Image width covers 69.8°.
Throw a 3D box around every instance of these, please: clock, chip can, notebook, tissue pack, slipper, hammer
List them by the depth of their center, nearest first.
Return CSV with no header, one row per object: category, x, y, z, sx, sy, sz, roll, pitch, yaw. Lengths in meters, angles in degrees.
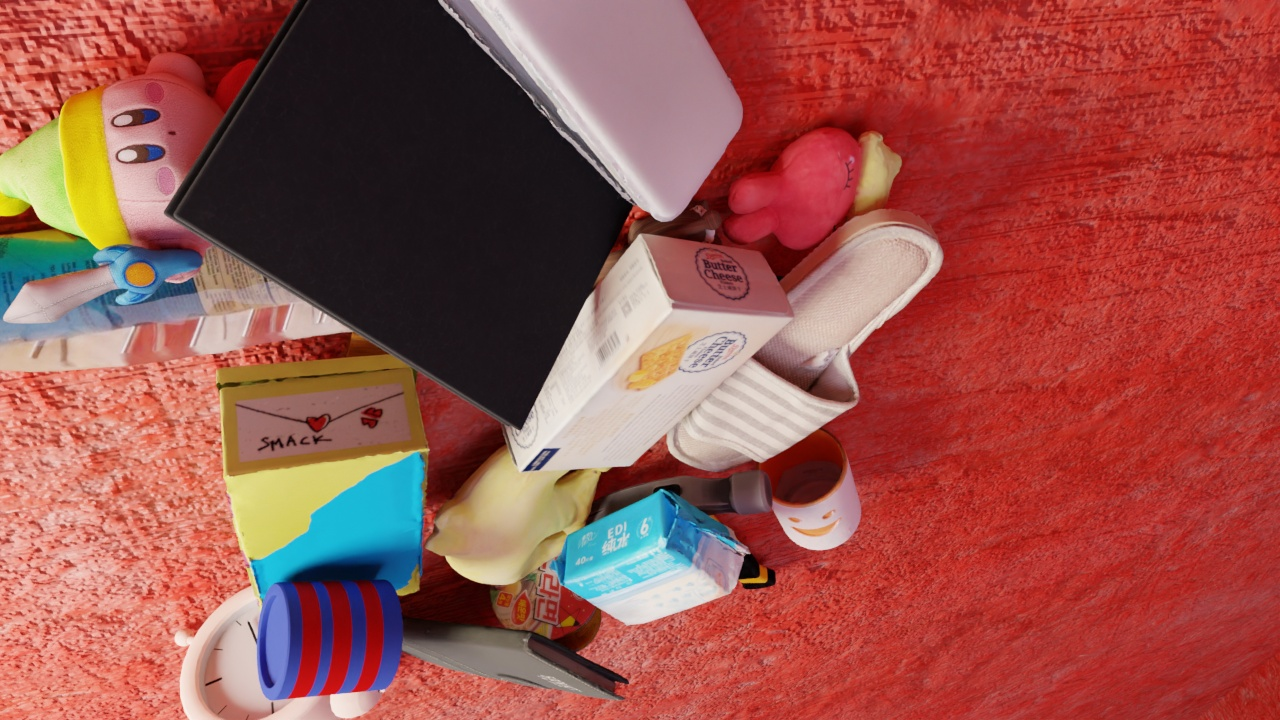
notebook,-0.100,-0.084,0.482,0.231,0.019,0.169,40,71,-47
chip can,-0.231,-0.042,0.490,0.229,0.079,0.080,-11,138,-17
slipper,0.114,0.000,0.676,0.114,0.054,0.273,21,128,-22
clock,-0.281,0.244,0.725,0.160,0.131,0.086,-26,140,0
tissue pack,0.009,0.160,0.744,0.145,0.061,0.093,-29,127,31
notebook,-0.134,0.263,0.819,0.209,0.029,0.169,-1,149,33
hammer,0.072,0.178,0.890,0.170,0.034,0.324,-10,151,18

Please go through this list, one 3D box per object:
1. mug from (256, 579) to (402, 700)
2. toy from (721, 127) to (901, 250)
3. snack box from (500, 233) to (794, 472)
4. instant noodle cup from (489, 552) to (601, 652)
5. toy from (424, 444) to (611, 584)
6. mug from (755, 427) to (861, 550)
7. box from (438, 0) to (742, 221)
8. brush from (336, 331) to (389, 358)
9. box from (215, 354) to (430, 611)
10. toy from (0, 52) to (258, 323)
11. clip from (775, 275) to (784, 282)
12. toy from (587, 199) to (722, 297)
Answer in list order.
mug,-0.223,0.191,0.639,0.076,0.075,0.112,8,166,-35
toy,0.115,-0.112,0.613,0.135,0.045,0.092,-14,137,-23
snack box,-0.004,0.004,0.627,0.104,0.057,0.208,1,147,-37
instant noodle cup,-0.077,0.224,0.845,0.100,0.100,0.113,-20,147,-7
toy,-0.099,0.120,0.739,0.154,0.064,0.171,-5,132,-37
mug,0.159,0.121,0.858,0.082,0.082,0.105,-28,140,2
box,-0.012,-0.159,0.484,0.118,0.063,0.213,-47,137,-1
brush,-0.171,-0.008,0.600,0.048,0.017,0.127,3,132,-30
box,-0.211,0.093,0.626,0.124,0.079,0.222,-7,147,-18
toy,-0.241,-0.079,0.433,0.131,0.124,0.097,-5,176,-26
clip,0.063,-0.051,0.671,0.120,0.033,0.118,-31,136,6
toy,0.008,-0.075,0.601,0.102,0.041,0.054,-21,-177,17
